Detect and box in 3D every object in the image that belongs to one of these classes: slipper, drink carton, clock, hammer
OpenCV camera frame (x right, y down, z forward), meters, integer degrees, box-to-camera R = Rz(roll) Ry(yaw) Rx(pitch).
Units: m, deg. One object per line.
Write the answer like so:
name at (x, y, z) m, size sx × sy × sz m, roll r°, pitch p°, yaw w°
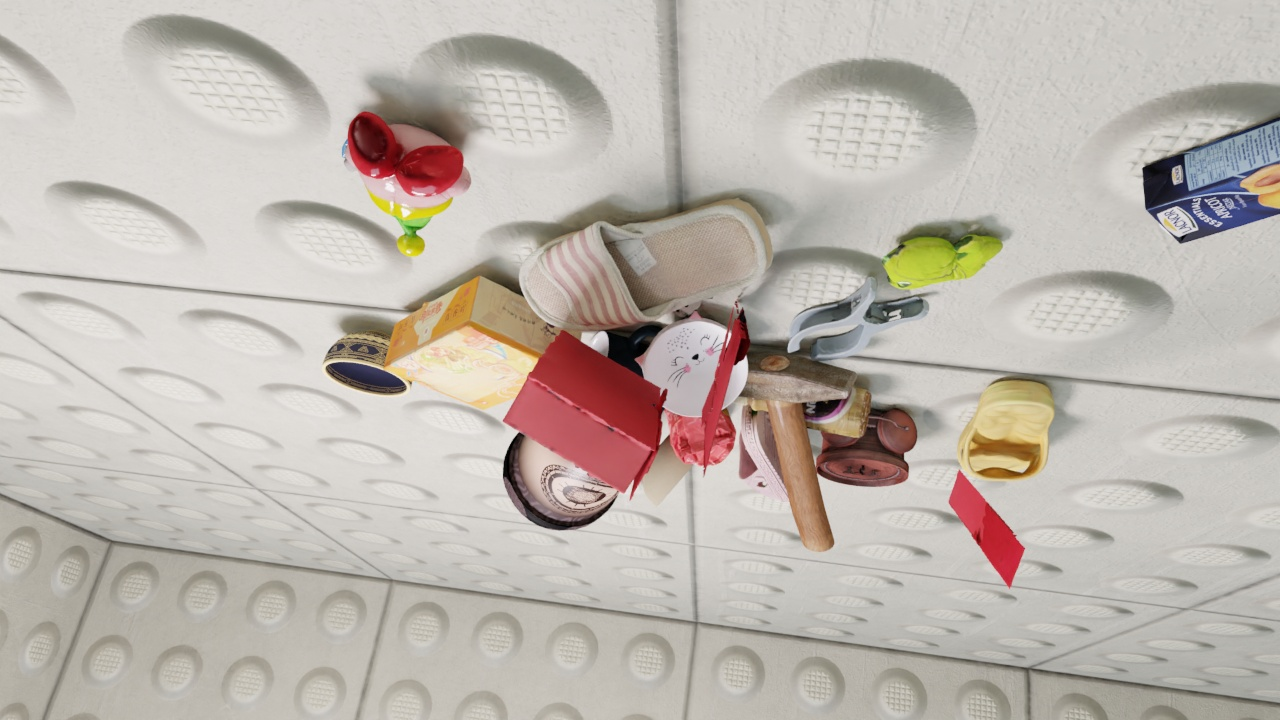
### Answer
slipper at (-0.007, -0.084, 0.852) m, size 0.264 × 0.052 × 0.115 m, roll -11°, pitch 115°, yaw 31°
drink carton at (0.433, -0.131, 0.649) m, size 0.064 × 0.040 × 0.130 m, roll 27°, pitch 151°, yaw -33°
clock at (0.290, 0.108, 1.185) m, size 0.120 × 0.072 × 0.158 m, roll 6°, pitch 156°, yaw 7°
hammer at (0.196, 0.122, 1.105) m, size 0.158 × 0.037 × 0.301 m, roll 6°, pitch 130°, yaw 32°
slipper at (0.163, 0.126, 1.245) m, size 0.064 × 0.094 × 0.239 m, roll -5°, pitch 150°, yaw 21°
slipper at (0.448, 0.107, 1.123) m, size 0.099 × 0.078 × 0.263 m, roll 1°, pitch 154°, yaw 14°

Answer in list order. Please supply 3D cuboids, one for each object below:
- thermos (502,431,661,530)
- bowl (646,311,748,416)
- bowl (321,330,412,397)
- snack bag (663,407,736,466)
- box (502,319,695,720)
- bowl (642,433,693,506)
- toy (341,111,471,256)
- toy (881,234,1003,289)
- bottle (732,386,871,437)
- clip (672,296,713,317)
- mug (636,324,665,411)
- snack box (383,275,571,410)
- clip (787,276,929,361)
thermos at (-0.077, 0.123, 1.249) m, size 0.172 × 0.172 × 0.227 m, roll 18°, pitch 148°, yaw -18°
bowl at (0.060, 0.001, 1.020) m, size 0.114 × 0.050 × 0.115 m, roll 0°, pitch 113°, yaw -1°
bowl at (-0.344, -0.003, 1.178) m, size 0.112 × 0.061 × 0.112 m, roll 8°, pitch 156°, yaw 3°
snack bag at (0.068, 0.070, 1.113) m, size 0.082 × 0.082 × 0.176 m, roll 12°, pitch -166°, yaw -6°
box at (-0.071, 0.143, 0.921) m, size 0.198 × 0.352 × 0.216 m, roll 27°, pitch -165°, yaw -3°
bowl at (0.051, 0.125, 1.247) m, size 0.050 × 0.152 × 0.153 m, roll 40°, pitch 155°, yaw 6°
toy at (-0.207, -0.149, 0.785) m, size 0.124 × 0.096 × 0.131 m, roll 17°, pitch 175°, yaw -2°
toy at (0.264, -0.088, 0.812) m, size 0.093 × 0.036 × 0.094 m, roll 4°, pitch 158°, yaw -9°
bottle at (0.193, 0.051, 1.115) m, size 0.166 × 0.059 × 0.060 m, roll 10°, pitch 157°, yaw 19°
clip at (0.047, -0.077, 0.901) m, size 0.102 × 0.056 × 0.056 m, roll 25°, pitch 119°, yaw -32°
mug at (-0.006, 0.006, 1.072) m, size 0.094 × 0.085 × 0.122 m, roll 19°, pitch 125°, yaw -22°
snack box at (-0.183, -0.021, 1.059) m, size 0.145 × 0.080 × 0.196 m, roll 26°, pitch 150°, yaw -34°
clip at (0.229, -0.033, 0.954) m, size 0.112 × 0.028 × 0.163 m, roll 17°, pitch 155°, yaw -20°
